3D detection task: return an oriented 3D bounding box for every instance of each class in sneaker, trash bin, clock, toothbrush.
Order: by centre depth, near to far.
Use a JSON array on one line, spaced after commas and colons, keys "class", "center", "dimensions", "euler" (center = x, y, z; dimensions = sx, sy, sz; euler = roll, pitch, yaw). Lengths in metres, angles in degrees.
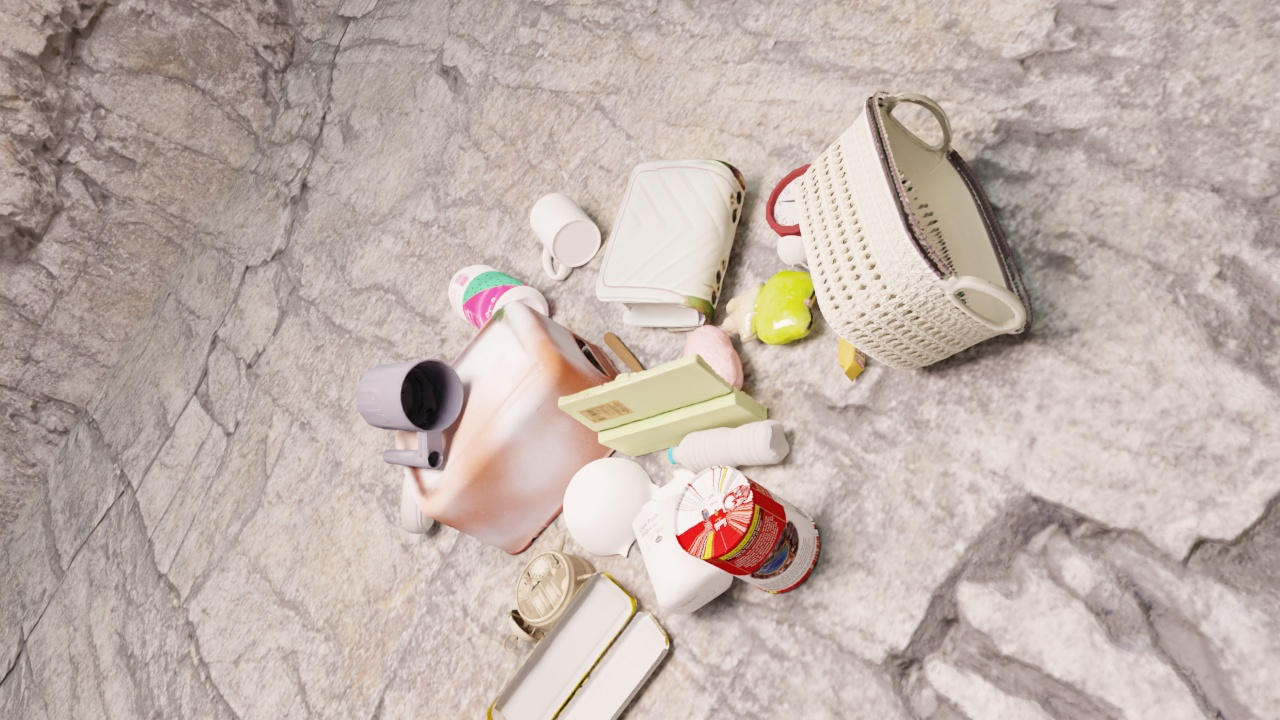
[{"class": "clock", "center": [0.190, -0.160, 1.013], "dimensions": [0.096, 0.048, 0.137], "euler": [-29, 47, 28]}, {"class": "clock", "center": [-0.110, 0.270, 1.022], "dimensions": [0.141, 0.054, 0.093], "euler": [-50, 41, 4]}, {"class": "trash bin", "center": [-0.157, 0.076, 1.115], "dimensions": [0.260, 0.157, 0.181], "euler": [-47, 42, 9]}, {"class": "toothbrush", "center": [-0.007, 0.007, 1.123], "dimensions": [0.016, 0.016, 0.167], "euler": [-51, 39, 6]}, {"class": "sneaker", "center": [-0.261, 0.127, 1.260], "dimensions": [0.079, 0.087, 0.235], "euler": [10, 72, 10]}]

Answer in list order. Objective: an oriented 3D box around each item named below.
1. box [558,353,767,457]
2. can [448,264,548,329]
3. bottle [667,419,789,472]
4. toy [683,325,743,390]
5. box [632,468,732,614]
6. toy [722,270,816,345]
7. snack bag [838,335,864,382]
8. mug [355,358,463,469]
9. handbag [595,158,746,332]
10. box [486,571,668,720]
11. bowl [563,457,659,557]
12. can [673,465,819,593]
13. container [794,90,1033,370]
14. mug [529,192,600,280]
[{"class": "box", "center": [0.021, 0.053, 0.973], "dimensions": [0.188, 0.138, 0.030], "euler": [-18, 53, 34]}, {"class": "can", "center": [-0.206, -0.081, 1.315], "dimensions": [0.166, 0.088, 0.088], "euler": [28, 85, 49]}, {"class": "bottle", "center": [0.087, 0.092, 0.953], "dimensions": [0.136, 0.044, 0.044], "euler": [-13, 56, 38]}, {"class": "toy", "center": [0.068, 0.017, 1.019], "dimensions": [0.105, 0.053, 0.108], "euler": [-45, 41, 29]}, {"class": "box", "center": [0.034, 0.174, 0.930], "dimensions": [0.084, 0.094, 0.165], "euler": [-40, 52, 23]}, {"class": "toy", "center": [0.139, -0.054, 0.999], "dimensions": [0.118, 0.043, 0.092], "euler": [-10, 57, 42]}, {"class": "snack bag", "center": [0.213, -0.027, 0.922], "dimensions": [0.020, 0.026, 0.099], "euler": [-15, 54, 38]}, {"class": "mug", "center": [-0.268, 0.062, 1.063], "dimensions": [0.104, 0.083, 0.124], "euler": [-3, 90, 44]}, {"class": "handbag", "center": [0.045, -0.139, 1.109], "dimensions": [0.142, 0.096, 0.198], "euler": [5, 68, 31]}, {"class": "box", "center": [-0.064, 0.332, 0.949], "dimensions": [0.128, 0.045, 0.210], "euler": [39, 94, 36]}, {"class": "bowl", "center": [-0.045, 0.158, 1.034], "dimensions": [0.115, 0.050, 0.114], "euler": [-24, 50, 32]}, {"class": "can", "center": [0.099, 0.157, 0.845], "dimensions": [0.087, 0.116, 0.086], "euler": [-24, 50, 32]}, {"class": "container", "center": [0.244, -0.113, 0.841], "dimensions": [0.144, 0.184, 0.251], "euler": [-38, 41, 37]}, {"class": "mug", "center": [-0.113, -0.169, 1.304], "dimensions": [0.090, 0.073, 0.111], "euler": [52, 130, 48]}]
